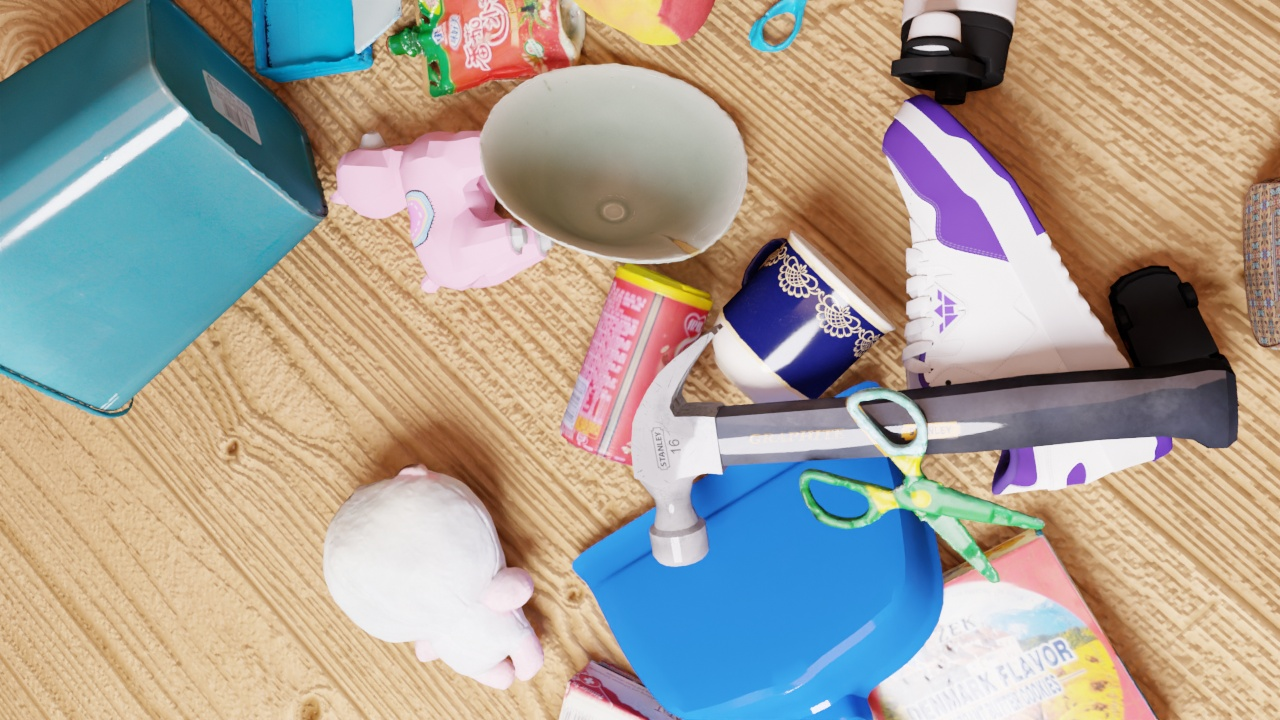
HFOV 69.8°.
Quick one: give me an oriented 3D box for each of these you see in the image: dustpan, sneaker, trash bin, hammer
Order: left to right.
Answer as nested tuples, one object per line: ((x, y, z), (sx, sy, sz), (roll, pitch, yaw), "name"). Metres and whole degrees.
((-0.362, -0.115, 0.644), (0.219, 0.199, 0.196), (-34, 52, 8), "trash bin")
((0.094, 0.178, 0.542), (0.246, 0.059, 0.257), (-34, 46, 15), "dustpan")
((0.146, 0.040, 0.502), (0.313, 0.035, 0.139), (-5, 103, 19), "hammer")
((0.192, -0.029, 0.537), (0.111, 0.091, 0.244), (-32, 86, 19), "sneaker")

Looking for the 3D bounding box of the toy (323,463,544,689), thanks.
((-0.141, 0.158, 0.642), (0.139, 0.101, 0.179), (-40, 97, 26), "toy")

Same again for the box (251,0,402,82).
((-0.219, -0.341, 0.674), (0.176, 0.060, 0.243), (-3, 90, 35), "box")

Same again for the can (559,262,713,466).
((-0.004, 0.004, 0.606), (0.067, 0.066, 0.124), (23, 97, 16), "can")

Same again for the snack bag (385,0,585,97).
((-0.116, -0.237, 0.657), (0.155, 0.044, 0.087), (0, 99, 23), "snack bag")

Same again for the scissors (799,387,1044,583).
((0.151, 0.062, 0.482), (0.132, 0.012, 0.108), (11, 107, 15), "scissors")

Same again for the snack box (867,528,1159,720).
((0.214, 0.197, 0.554), (0.143, 0.040, 0.145), (-32, 81, 17), "snack box")

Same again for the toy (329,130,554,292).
((-0.145, -0.110, 0.650), (0.158, 0.067, 0.123), (-6, 92, 23), "toy")

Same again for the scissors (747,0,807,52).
((0.112, -0.267, 0.592), (0.135, 0.016, 0.083), (-36, 79, 16), "scissors")

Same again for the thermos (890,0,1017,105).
((0.186, -0.269, 0.525), (0.069, 0.101, 0.230), (8, 94, 31), "thermos")

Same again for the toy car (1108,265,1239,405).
((0.302, -0.009, 0.526), (0.042, 0.036, 0.091), (-22, 74, 18), "toy car")

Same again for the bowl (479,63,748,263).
((-0.019, -0.113, 0.603), (0.174, 0.068, 0.174), (3, 57, -5), "bowl")

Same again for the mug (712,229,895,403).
((0.089, -0.026, 0.576), (0.089, 0.085, 0.111), (-47, 43, 15), "mug")

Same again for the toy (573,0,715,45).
((0.047, -0.292, 0.562), (0.216, 0.098, 0.147), (-47, 38, 9), "toy")

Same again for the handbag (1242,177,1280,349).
((0.330, -0.049, 0.433), (0.043, 0.195, 0.093), (-4, 92, 23), "handbag")

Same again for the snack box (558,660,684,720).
((0.071, 0.291, 0.601), (0.273, 0.044, 0.077), (20, 102, 17), "snack box")
